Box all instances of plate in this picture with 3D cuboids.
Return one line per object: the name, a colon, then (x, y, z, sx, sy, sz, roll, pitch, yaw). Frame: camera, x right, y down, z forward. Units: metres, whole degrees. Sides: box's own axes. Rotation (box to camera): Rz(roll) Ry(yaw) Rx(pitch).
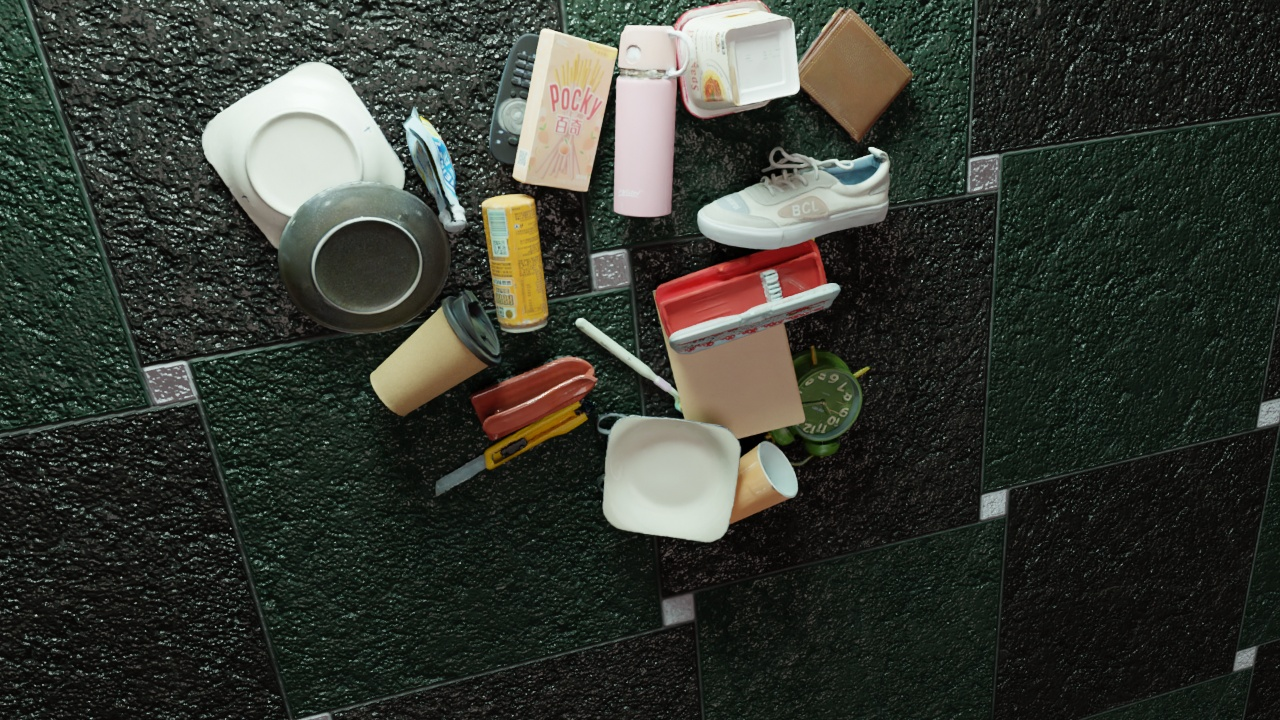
plate: (-0.290, -0.102, 0.972, 0.179, 0.024, 0.180, -11, 125, -17)
plate: (0.037, 0.142, 1.140, 0.164, 0.034, 0.164, 8, 111, 4)
plate: (-0.341, -0.202, 0.937, 0.163, 0.034, 0.164, -33, 115, -2)

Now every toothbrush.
toothbrush: (-0.007, 0.007, 1.121, 0.189, 0.029, 0.020, 39, 53, -24)

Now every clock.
clock: (0.222, 0.063, 1.188, 0.116, 0.056, 0.161, 19, 103, -21)

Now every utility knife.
utility knife: (-0.153, 0.106, 1.116, 0.223, 0.015, 0.033, -29, 112, -4)

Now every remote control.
remote control: (-0.127, -0.277, 0.976, 0.053, 0.024, 0.136, 10, 106, -26)

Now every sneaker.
sneaker: (0.183, -0.194, 1.059, 0.242, 0.089, 0.091, -12, 128, -16)

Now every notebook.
notebook: (0.110, -0.004, 1.123, 0.148, 0.008, 0.208, -14, 103, 1)

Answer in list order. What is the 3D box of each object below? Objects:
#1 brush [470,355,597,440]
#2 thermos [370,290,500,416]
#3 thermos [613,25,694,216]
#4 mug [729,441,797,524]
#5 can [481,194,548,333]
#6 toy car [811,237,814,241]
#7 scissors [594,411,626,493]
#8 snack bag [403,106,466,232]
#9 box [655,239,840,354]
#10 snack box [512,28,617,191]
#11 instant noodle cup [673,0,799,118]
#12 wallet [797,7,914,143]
brush: (-0.120, 0.041, 1.072, 0.145, 0.069, 0.063, -24, 115, -7)
thermos: (-0.225, -0.004, 1.019, 0.143, 0.093, 0.093, -35, 116, 8)
thermos: (0.014, -0.258, 0.995, 0.067, 0.087, 0.199, -27, 126, -55)
mug: (0.129, 0.165, 1.171, 0.123, 0.078, 0.078, -35, 119, 30)
can: (-0.138, -0.108, 1.018, 0.058, 0.058, 0.146, -10, 112, -13)
toy car: (0.173, -0.118, 1.120, 0.048, 0.032, 0.105, 29, 101, -24)
scissors: (0.013, 0.114, 1.169, 0.181, 0.014, 0.159, 30, 100, -24)
snack bag: (-0.202, -0.189, 0.895, 0.039, 0.191, 0.110, -16, 113, -9)
box: (0.123, -0.067, 1.053, 0.201, 0.100, 0.095, -18, 104, 1)
snack box: (-0.081, -0.263, 0.980, 0.084, 0.026, 0.157, -1, 112, -40)
instant noodle cup: (0.107, -0.318, 0.975, 0.116, 0.124, 0.116, -15, 113, -11)
wallet: (0.244, -0.329, 1.065, 0.124, 0.032, 0.101, 35, 100, -24)
